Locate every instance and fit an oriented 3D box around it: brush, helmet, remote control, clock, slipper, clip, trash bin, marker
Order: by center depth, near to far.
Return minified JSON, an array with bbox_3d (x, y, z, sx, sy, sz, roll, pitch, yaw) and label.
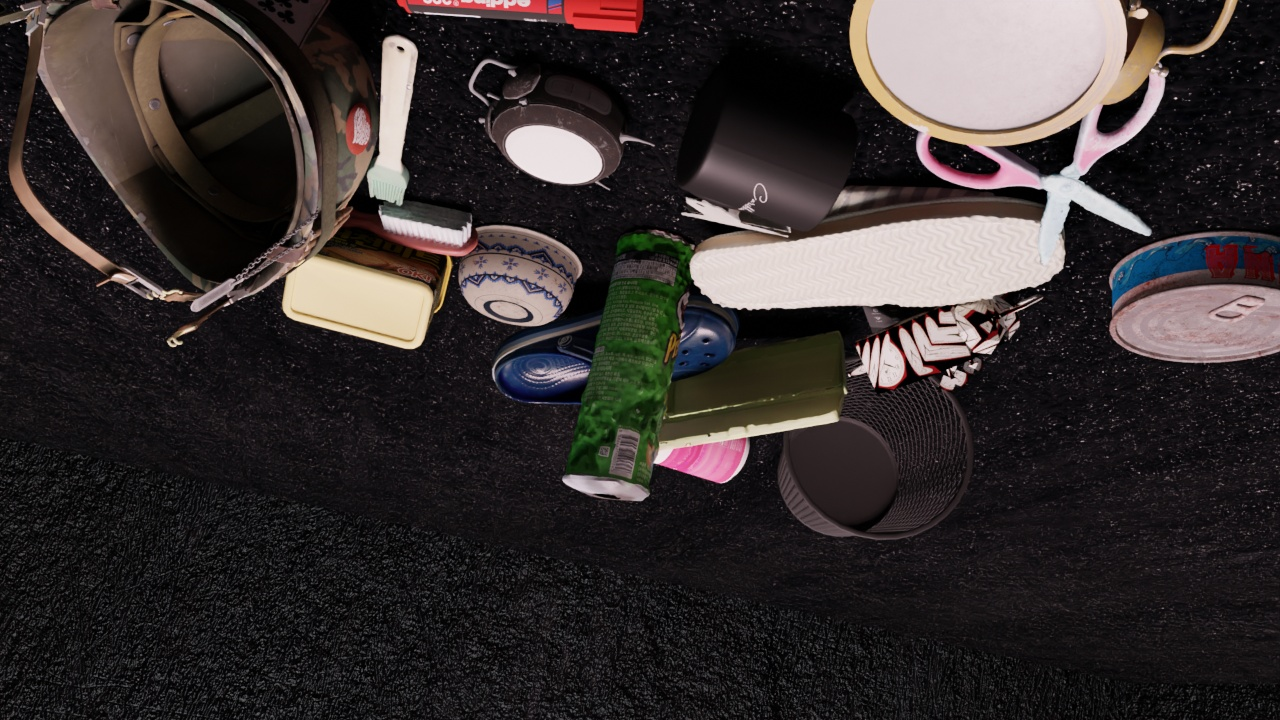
[{"bbox_3d":[0.181,-0.169,0.420,0.159,0.081,0.117,11,150,27],"label":"clock"},{"bbox_3d":[-0.072,-0.208,0.533,0.145,0.023,0.021,7,166,10],"label":"marker"},{"bbox_3d":[-0.263,-0.132,0.537,0.225,0.235,0.193,1,125,52],"label":"helmet"},{"bbox_3d":[-0.060,-0.157,0.628,0.122,0.043,0.091,20,158,-21],"label":"clock"},{"bbox_3d":[0.061,-0.119,0.674,0.102,0.040,0.054,20,166,42],"label":"clip"},{"bbox_3d":[0.169,-0.083,0.690,0.273,0.054,0.114,-3,152,23],"label":"slipper"},{"bbox_3d":[-0.187,-0.175,0.694,0.033,0.012,0.218,16,157,-12],"label":"brush"},{"bbox_3d":[0.254,-0.014,0.745,0.155,0.065,0.114,-25,176,35],"label":"clock"},{"bbox_3d":[-0.227,-0.127,0.808,0.172,0.040,0.030,11,142,7],"label":"brush"},{"bbox_3d":[0.232,-0.031,0.847,0.034,0.013,0.150,1,157,24],"label":"remote control"},{"bbox_3d":[-0.024,0.007,0.892,0.253,0.095,0.105,-11,135,15],"label":"slipper"},{"bbox_3d":[0.234,0.110,0.997,0.184,0.183,0.210,10,165,4],"label":"trash bin"}]

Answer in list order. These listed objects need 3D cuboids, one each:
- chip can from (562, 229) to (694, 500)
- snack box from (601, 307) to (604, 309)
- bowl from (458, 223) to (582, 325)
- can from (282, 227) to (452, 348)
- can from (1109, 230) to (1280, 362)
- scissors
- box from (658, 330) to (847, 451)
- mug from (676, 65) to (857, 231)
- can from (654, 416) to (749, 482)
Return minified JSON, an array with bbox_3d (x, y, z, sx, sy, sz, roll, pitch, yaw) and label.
[{"bbox_3d":[-0.006,0.005,0.766,0.075,0.223,0.075,11,162,3],"label":"chip can"},{"bbox_3d":[0.007,-0.009,0.990,0.154,0.033,0.088,21,155,-24],"label":"snack box"},{"bbox_3d":[-0.116,-0.072,0.853,0.115,0.059,0.116,10,159,4],"label":"bowl"},{"bbox_3d":[-0.246,-0.071,0.835,0.130,0.073,0.101,15,-156,-10],"label":"can"},{"bbox_3d":[0.419,-0.044,0.676,0.130,0.044,0.130,10,159,4],"label":"can"},{"bbox_3d":[0.259,-0.122,0.551,0.170,0.014,0.168,24,143,-14],"label":"scissors"},{"bbox_3d":[0.105,0.037,0.888,0.188,0.140,0.048,-12,120,21],"label":"box"},{"bbox_3d":[0.071,-0.128,0.592,0.088,0.078,0.114,17,162,-14],"label":"mug"},{"bbox_3d":[0.049,0.092,1.149,0.165,0.088,0.088,19,158,-21],"label":"can"}]
